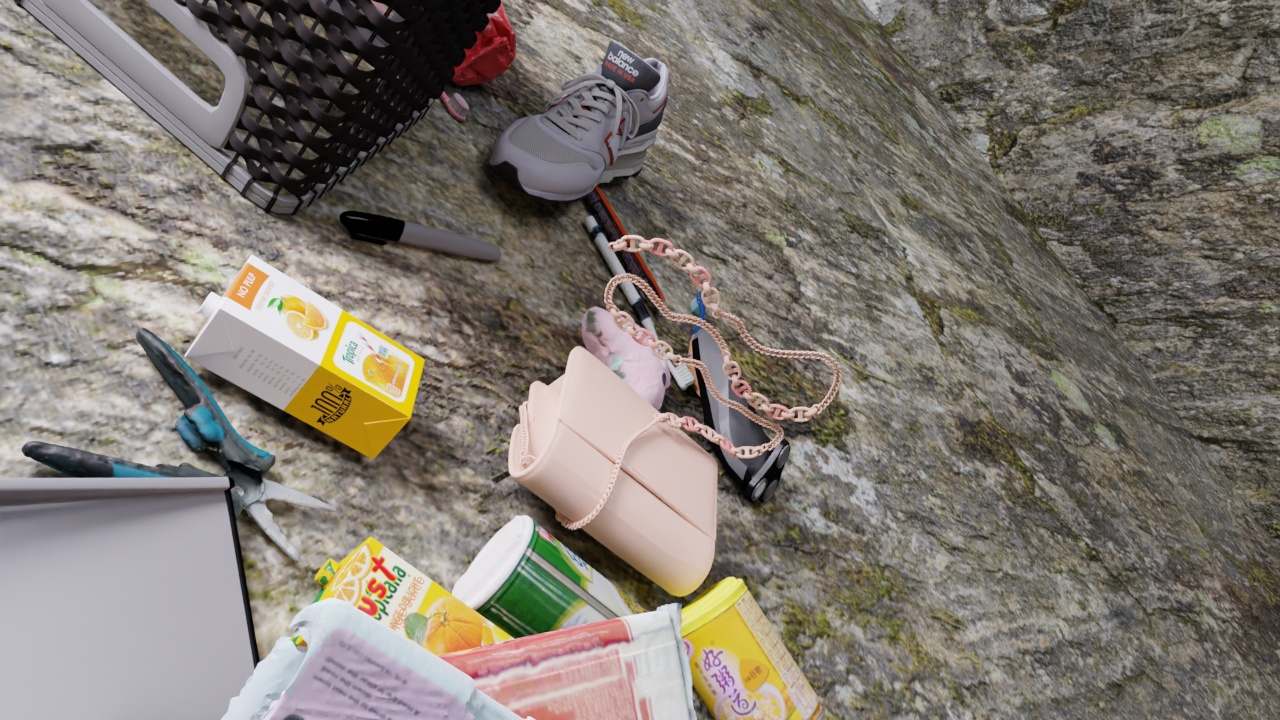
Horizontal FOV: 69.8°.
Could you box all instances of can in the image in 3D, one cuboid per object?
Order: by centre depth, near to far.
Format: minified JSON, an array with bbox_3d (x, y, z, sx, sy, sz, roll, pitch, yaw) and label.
[{"bbox_3d":[-0.044,0.151,0.535,0.121,0.067,0.067,42,35,-15],"label":"can"},{"bbox_3d":[0.067,0.206,0.615,0.105,0.068,0.067,57,34,7],"label":"can"}]

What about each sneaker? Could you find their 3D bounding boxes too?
[{"bbox_3d":[-0.042,-0.224,0.829,0.089,0.124,0.239,36,29,10],"label":"sneaker"}]

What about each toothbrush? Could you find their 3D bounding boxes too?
[{"bbox_3d":[-0.195,-0.264,0.797,0.135,0.016,0.021,50,40,-3],"label":"toothbrush"},{"bbox_3d":[-0.002,-0.055,0.827,0.186,0.017,0.012,60,3,13],"label":"toothbrush"},{"bbox_3d":[0.054,-0.015,0.860,0.021,0.017,0.134,28,42,-25],"label":"toothbrush"}]

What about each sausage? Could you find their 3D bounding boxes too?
[{"bbox_3d":[-0.016,-0.107,0.858,0.020,0.020,0.155,-13,69,-54],"label":"sausage"}]

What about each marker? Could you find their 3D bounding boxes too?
[{"bbox_3d":[-0.159,-0.088,0.677,0.138,0.016,0.022,10,83,-46],"label":"marker"}]

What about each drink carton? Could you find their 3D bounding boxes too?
[{"bbox_3d":[-0.117,0.151,0.472,0.122,0.041,0.058,40,35,-15],"label":"drink carton"},{"bbox_3d":[-0.190,-0.003,0.524,0.122,0.040,0.058,34,26,-24],"label":"drink carton"}]

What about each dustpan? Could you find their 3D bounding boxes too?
[{"bbox_3d":[-0.256,0.122,0.327,0.257,0.033,0.163,3,62,-48],"label":"dustpan"}]

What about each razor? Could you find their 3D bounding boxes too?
[{"bbox_3d":[0.078,0.044,0.790,0.057,0.060,0.156,19,39,-62],"label":"razor"}]

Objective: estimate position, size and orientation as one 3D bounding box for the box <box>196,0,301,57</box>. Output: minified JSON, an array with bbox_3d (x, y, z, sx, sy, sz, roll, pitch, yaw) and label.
[{"bbox_3d":[-0.309,-0.525,0.899,0.167,0.447,0.164,23,33,-36],"label":"box"}]

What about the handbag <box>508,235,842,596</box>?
[{"bbox_3d":[0.017,0.042,0.601,0.198,0.188,0.116,41,28,-23],"label":"handbag"}]

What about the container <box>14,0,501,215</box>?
[{"bbox_3d":[-0.213,-0.297,0.599,0.247,0.244,0.244,42,34,-13],"label":"container"}]

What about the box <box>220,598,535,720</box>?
[{"bbox_3d":[-0.094,0.206,0.362,0.201,0.041,0.153,45,71,-30],"label":"box"}]

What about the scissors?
[{"bbox_3d":[-0.229,0.050,0.456,0.148,0.019,0.117,55,33,2],"label":"scissors"}]

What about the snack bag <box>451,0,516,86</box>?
[{"bbox_3d":[-0.165,-0.331,0.842,0.082,0.083,0.176,9,52,-46],"label":"snack bag"}]

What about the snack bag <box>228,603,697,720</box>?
[{"bbox_3d":[-0.072,0.173,0.434,0.224,0.041,0.077,0,74,-36],"label":"snack bag"}]

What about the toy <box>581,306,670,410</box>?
[{"bbox_3d":[-0.004,0.004,0.739,0.095,0.053,0.099,4,57,-63],"label":"toy"}]
